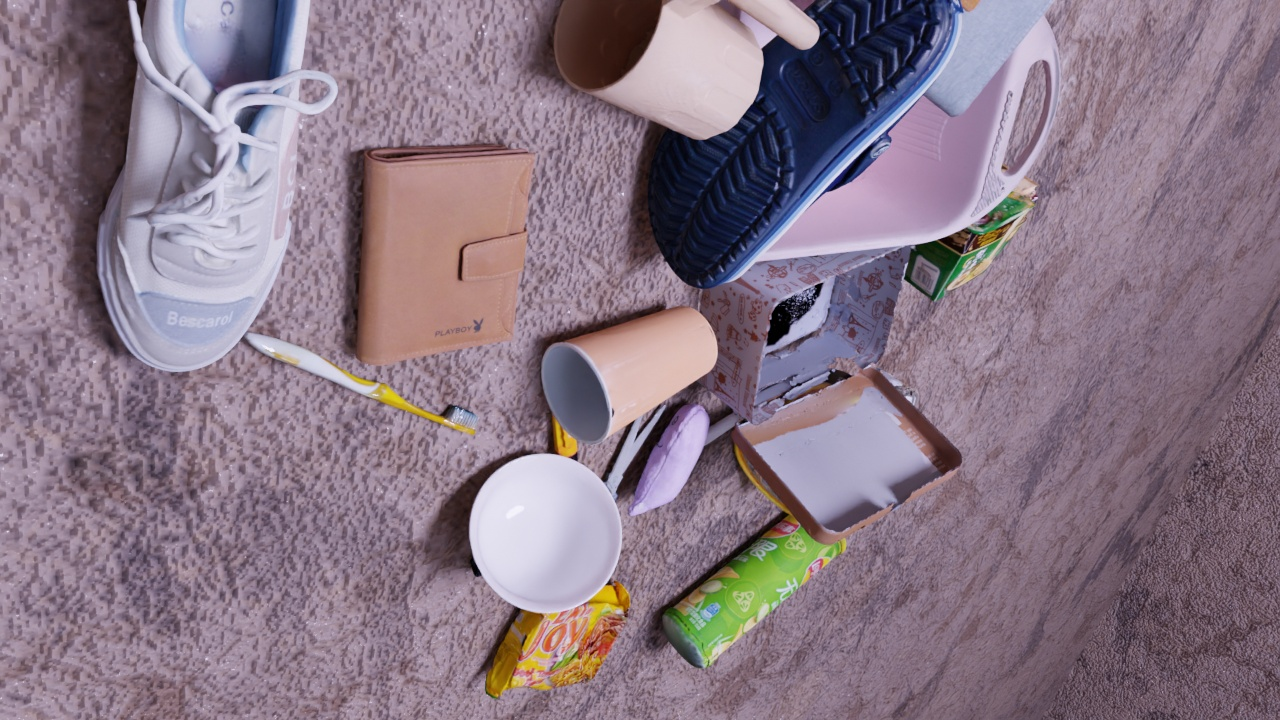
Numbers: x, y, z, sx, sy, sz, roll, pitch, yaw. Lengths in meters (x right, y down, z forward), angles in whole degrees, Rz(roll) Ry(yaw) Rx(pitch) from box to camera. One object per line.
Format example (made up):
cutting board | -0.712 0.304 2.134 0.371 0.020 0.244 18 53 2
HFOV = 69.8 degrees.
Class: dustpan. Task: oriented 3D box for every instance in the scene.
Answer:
dustpan | 0.169 -0.175 0.669 0.272 0.139 0.223 -25 134 -30

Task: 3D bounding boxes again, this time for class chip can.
chip can | 0.123 0.241 0.992 0.220 0.072 0.073 -34 137 -22

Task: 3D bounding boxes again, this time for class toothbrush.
toothbrush | -0.167 0.015 0.582 0.191 0.016 0.018 33 83 -51
toothbrush | 0.114 0.035 0.876 0.179 0.016 0.016 -32 135 -20

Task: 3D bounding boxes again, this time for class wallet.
wallet | 0.201 -0.237 0.606 0.129 0.037 0.107 26 115 -26
wallet | -0.119 -0.064 0.558 0.107 0.031 0.132 -12 127 -37

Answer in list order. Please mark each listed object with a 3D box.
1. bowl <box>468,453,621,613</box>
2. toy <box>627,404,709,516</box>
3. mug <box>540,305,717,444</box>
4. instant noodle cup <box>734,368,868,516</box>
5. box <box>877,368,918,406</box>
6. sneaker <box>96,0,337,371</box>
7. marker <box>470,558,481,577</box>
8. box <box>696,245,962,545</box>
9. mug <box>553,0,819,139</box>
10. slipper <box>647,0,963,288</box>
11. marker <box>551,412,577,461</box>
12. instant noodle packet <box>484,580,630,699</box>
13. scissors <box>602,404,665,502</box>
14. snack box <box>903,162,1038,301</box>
bowl | -0.080 0.137 0.708 0.118 0.118 0.065 -27 173 -28
toy | 0.030 0.086 0.810 0.108 0.039 0.083 -65 163 9
mug | -0.004 0.004 0.691 0.122 0.078 0.078 -25 134 -37
instant noodle cup | 0.172 0.078 0.889 0.114 0.118 0.118 -44 141 -23
box | 0.248 0.103 1.024 0.089 0.059 0.185 -22 134 -31
sneaker | -0.189 -0.093 0.419 0.089 0.091 0.243 -4 122 -42
marker | -0.075 0.153 0.755 0.130 0.023 0.018 -13 106 -26
box | 0.168 -0.001 0.767 0.179 0.226 0.157 -20 148 -31
mug | 0.029 -0.190 0.540 0.103 0.125 0.084 9 73 -49
slipper | 0.103 -0.155 0.611 0.254 0.105 0.095 -44 162 33
marker | -0.058 0.084 0.733 0.018 0.015 0.124 -21 128 -28
instant noodle packet | -0.073 0.252 0.832 0.128 0.044 0.111 15 103 -48
scissors | -0.035 0.110 0.787 0.140 0.012 0.171 -20 129 -34
snack box | 0.282 -0.124 0.849 0.117 0.118 0.106 -26 144 -30
